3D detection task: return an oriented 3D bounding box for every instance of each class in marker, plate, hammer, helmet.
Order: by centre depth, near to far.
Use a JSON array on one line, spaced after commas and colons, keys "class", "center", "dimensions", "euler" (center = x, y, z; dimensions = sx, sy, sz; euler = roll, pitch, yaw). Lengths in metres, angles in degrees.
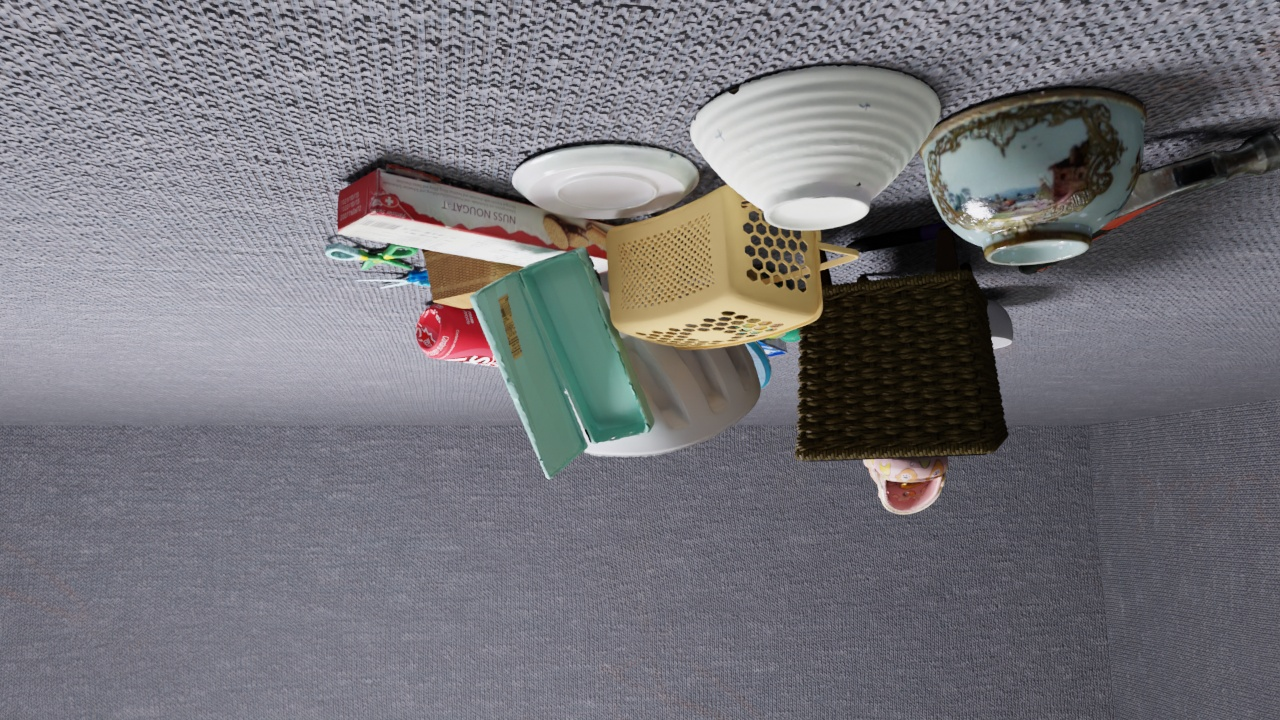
[{"class": "plate", "center": [-0.029, -0.145, 0.768], "dimensions": [0.157, 0.014, 0.157], "euler": [-2, 171, 0]}, {"class": "hammer", "center": [0.428, -0.125, 0.852], "dimensions": [0.133, 0.033, 0.333], "euler": [-17, 173, 2]}, {"class": "marker", "center": [0.269, -0.124, 0.922], "dimensions": [0.134, 0.018, 0.015], "euler": [-8, 126, 36]}, {"class": "helmet", "center": [-0.006, 0.005, 0.994], "dimensions": [0.223, 0.184, 0.282], "euler": [-30, -134, -21]}]

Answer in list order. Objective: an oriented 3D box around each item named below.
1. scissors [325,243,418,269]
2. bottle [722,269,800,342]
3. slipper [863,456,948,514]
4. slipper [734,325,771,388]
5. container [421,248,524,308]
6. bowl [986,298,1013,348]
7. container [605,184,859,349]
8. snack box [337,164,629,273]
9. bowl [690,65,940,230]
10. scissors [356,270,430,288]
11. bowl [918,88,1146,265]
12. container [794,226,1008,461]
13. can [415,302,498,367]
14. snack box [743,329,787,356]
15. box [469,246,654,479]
[{"class": "scissors", "center": [-0.285, -0.109, 0.967], "dimensions": [0.121, 0.012, 0.128], "euler": [1, 172, -32]}, {"class": "bottle", "center": [0.162, -0.060, 1.145], "dimensions": [0.068, 0.068, 0.209], "euler": [-6, 170, 26]}, {"class": "slipper", "center": [0.318, 0.141, 1.083], "dimensions": [0.093, 0.081, 0.197], "euler": [-5, 174, 8]}, {"class": "slipper", "center": [0.021, -0.016, 1.169], "dimensions": [0.295, 0.060, 0.118], "euler": [13, 130, 14]}, {"class": "container", "center": [-0.165, -0.092, 0.932], "dimensions": [0.114, 0.061, 0.063], "euler": [-8, 169, 36]}, {"class": "bowl", "center": [0.430, -0.051, 1.239], "dimensions": [0.132, 0.064, 0.132], "euler": [-1, 171, 0]}, {"class": "container", "center": [0.081, -0.079, 0.826], "dimensions": [0.166, 0.129, 0.184], "euler": [3, 170, -42]}, {"class": "snack box", "center": [-0.131, -0.120, 0.832], "dimensions": [0.272, 0.044, 0.077], "euler": [6, 169, -42]}, {"class": "bowl", "center": [0.125, -0.138, 0.660], "dimensions": [0.177, 0.071, 0.177], "euler": [-1, 170, 0]}, {"class": "scissors", "center": [-0.263, -0.094, 1.058], "dimensions": [0.127, 0.014, 0.129], "euler": [2, 175, -15]}, {"class": "bowl", "center": [0.293, -0.125, 0.686], "dimensions": [0.160, 0.094, 0.160], "euler": [-1, 171, 0]}, {"class": "container", "center": [0.279, -0.009, 0.964], "dimensions": [0.177, 0.205, 0.320], "euler": [-5, 176, 23]}, {"class": "can", "center": [-0.228, -0.033, 1.243], "dimensions": [0.075, 0.074, 0.142], "euler": [-9, 168, 41]}, {"class": "snack box", "center": [0.140, -0.046, 1.264], "dimensions": [0.059, 0.059, 0.226], "euler": [-10, 168, 27]}, {"class": "box", "center": [-0.067, 0.002, 0.833], "dimensions": [0.078, 0.187, 0.109], "euler": [-7, -161, 42]}]
